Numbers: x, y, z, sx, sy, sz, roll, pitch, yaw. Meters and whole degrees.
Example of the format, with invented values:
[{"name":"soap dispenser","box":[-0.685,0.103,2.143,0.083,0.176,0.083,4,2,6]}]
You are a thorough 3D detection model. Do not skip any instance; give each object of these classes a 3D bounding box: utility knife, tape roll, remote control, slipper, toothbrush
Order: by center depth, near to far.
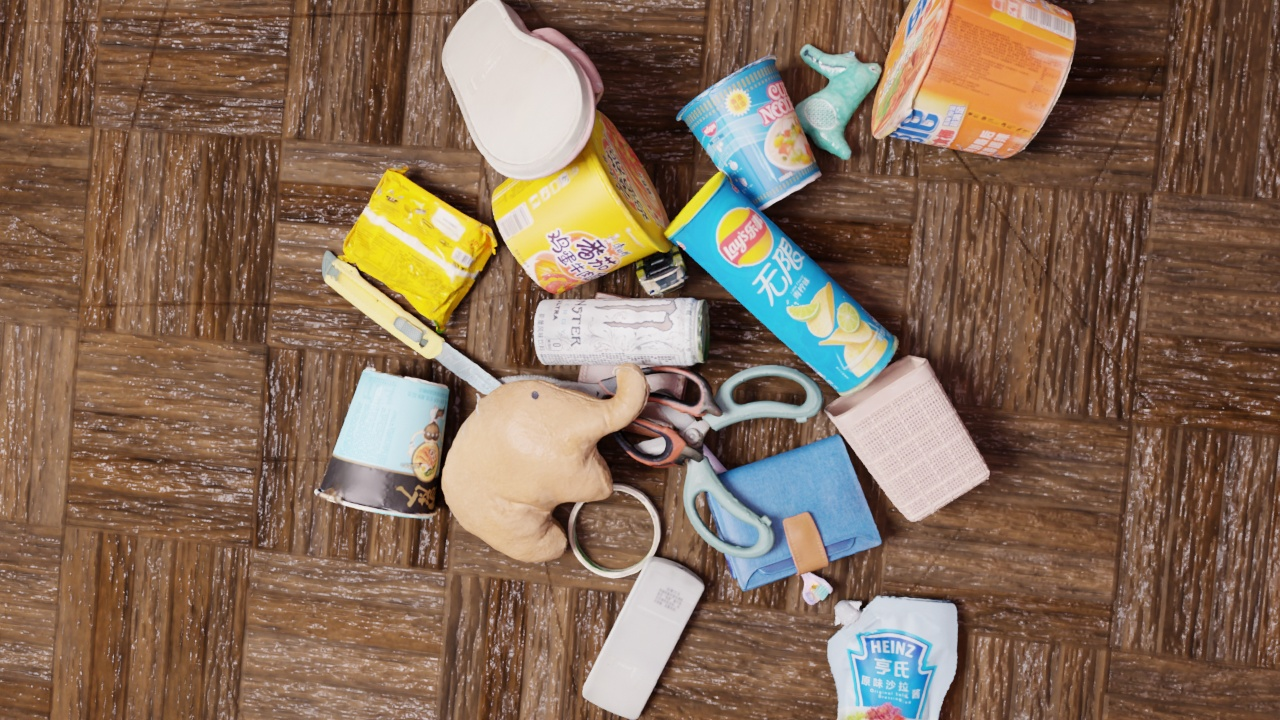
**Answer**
[{"name":"slipper","box":[-0.100,-0.229,0.772,0.114,0.054,0.274,-49,44,13]},{"name":"toothbrush","box":[0.103,0.141,0.830,0.029,0.021,0.189,-43,84,24]},{"name":"remote control","box":[0.003,0.253,0.838,0.058,0.021,0.150,26,96,-4]},{"name":"tape roll","box":[-0.024,0.157,0.848,0.086,0.014,0.086,0,90,7]},{"name":"utility knife","box":[-0.219,-0.032,0.867,0.219,0.022,0.031,35,103,3]}]

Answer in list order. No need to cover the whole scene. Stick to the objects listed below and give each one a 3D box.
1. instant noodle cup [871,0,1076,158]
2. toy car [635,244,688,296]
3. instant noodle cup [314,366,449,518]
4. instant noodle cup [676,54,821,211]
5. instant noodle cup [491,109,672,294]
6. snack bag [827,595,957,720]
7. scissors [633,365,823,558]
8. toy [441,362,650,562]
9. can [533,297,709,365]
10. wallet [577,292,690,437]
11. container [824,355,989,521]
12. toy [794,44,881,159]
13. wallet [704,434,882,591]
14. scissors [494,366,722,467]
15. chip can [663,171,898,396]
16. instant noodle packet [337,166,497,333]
[{"name":"instant noodle cup","box":[0.270,-0.238,0.748,0.111,0.151,0.151,16,92,-2]},{"name":"toy car","box":[0.021,-0.076,0.802,0.042,0.090,0.035,-24,103,7]},{"name":"instant noodle cup","box":[-0.225,0.072,0.830,0.111,0.111,0.120,12,86,6]},{"name":"instant noodle cup","box":[0.100,-0.189,0.795,0.099,0.099,0.110,-30,95,6]},{"name":"instant noodle cup","box":[-0.053,-0.129,0.791,0.110,0.137,0.138,-29,87,19]},{"name":"snack bag","box":[0.220,0.303,0.811,0.110,0.038,0.191,3,90,18]},{"name":"scissors","box":[0.089,0.071,0.787,0.180,0.019,0.170,-39,74,8]},{"name":"toy","box":[-0.087,0.077,0.791,0.143,0.082,0.227,33,119,-7]},{"name":"can","box":[-0.016,-0.025,0.794,0.147,0.058,0.058,0,91,12]},{"name":"wallet","box":[-0.005,0.005,0.837,0.101,0.032,0.124,12,92,9]},{"name":"container","box":[0.228,0.067,0.782,0.090,0.090,0.111,-34,90,6]},{"name":"toy","box":[0.170,-0.237,0.814,0.096,0.030,0.092,38,90,12]},{"name":"wallet","box":[0.132,0.133,0.804,0.133,0.040,0.106,-17,76,-3]},{"name":"scissors","box":[-0.039,0.049,0.817,0.207,0.015,0.192,-33,73,15]},{"name":"chip can","box":[0.120,-0.063,0.779,0.210,0.071,0.071,42,95,-8]},{"name":"instant noodle packet","box":[-0.203,-0.104,0.851,0.128,0.044,0.111,35,101,9]}]
